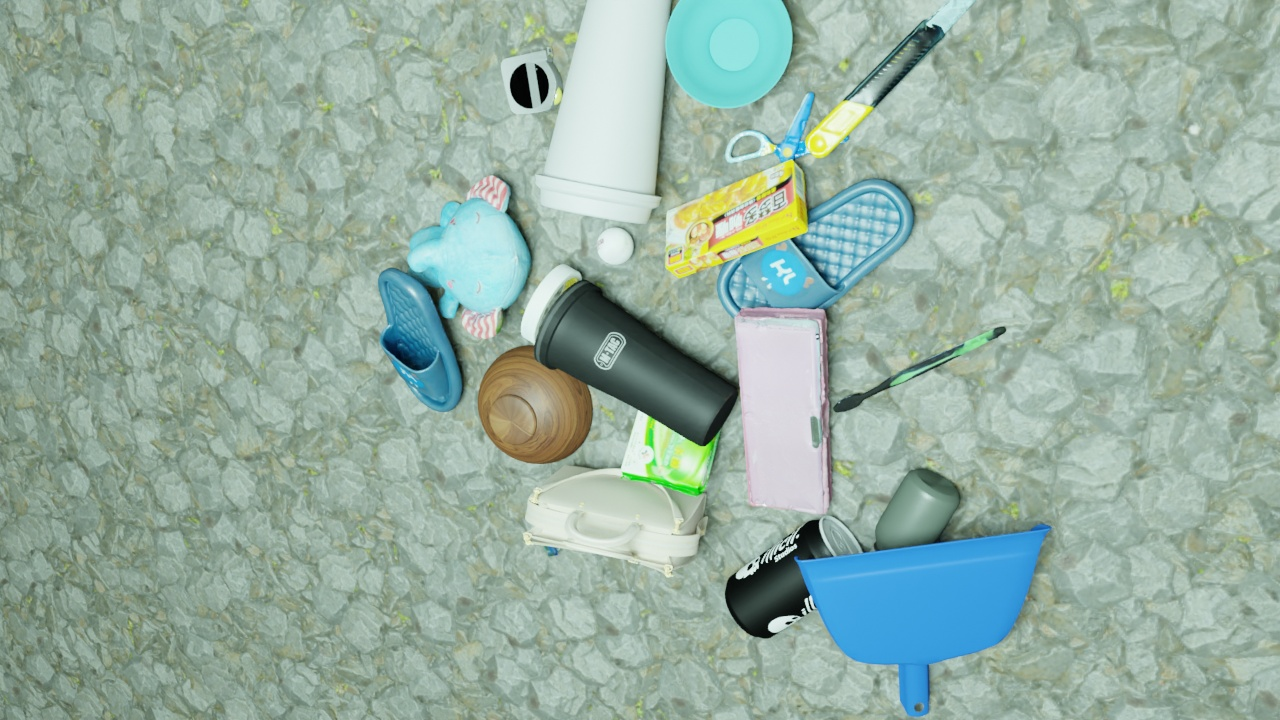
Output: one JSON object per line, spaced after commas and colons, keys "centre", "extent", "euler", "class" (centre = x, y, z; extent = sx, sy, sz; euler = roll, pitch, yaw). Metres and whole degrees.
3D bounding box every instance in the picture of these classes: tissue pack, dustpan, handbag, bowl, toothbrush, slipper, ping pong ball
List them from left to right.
{"centre": [-0.272, -0.018, 1.088], "extent": [0.104, 0.059, 0.214], "euler": [26, 141, 27], "class": "slipper"}
{"centre": [-0.137, 0.061, 1.082], "extent": [0.147, 0.068, 0.147], "euler": [6, 107, 20], "class": "bowl"}
{"centre": [-0.033, 0.178, 0.991], "extent": [0.195, 0.197, 0.101], "euler": [10, 94, 13], "class": "handbag"}
{"centre": [-0.027, -0.125, 1.002], "extent": [0.040, 0.040, 0.040], "euler": [6, 107, 20], "class": "ping pong ball"}
{"centre": [0.035, 0.088, 1.016], "extent": [0.100, 0.034, 0.113], "euler": [11, 74, 19], "class": "tissue pack"}
{"centre": [0.089, -0.310, 0.896], "extent": [0.121, 0.046, 0.121], "euler": [4, 106, 13], "class": "bowl"}
{"centre": [0.174, -0.100, 0.921], "extent": [0.214, 0.059, 0.104], "euler": [-31, 94, 25], "class": "slipper"}
{"centre": [0.281, 0.010, 0.936], "extent": [0.188, 0.017, 0.014], "euler": [-29, 97, 23], "class": "toothbrush"}
{"centre": [0.290, 0.282, 0.952], "extent": [0.245, 0.059, 0.258], "euler": [-8, 113, 3], "class": "dustpan"}

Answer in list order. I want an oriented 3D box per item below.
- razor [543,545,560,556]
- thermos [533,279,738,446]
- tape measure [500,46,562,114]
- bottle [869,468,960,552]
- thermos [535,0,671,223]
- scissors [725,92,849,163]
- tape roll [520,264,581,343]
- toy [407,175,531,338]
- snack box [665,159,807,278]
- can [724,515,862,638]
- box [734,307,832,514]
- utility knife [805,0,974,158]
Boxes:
{"centre": [-0.063, 0.200, 1.121], "extent": [0.141, 0.018, 0.044], "euler": [-24, 98, 22], "class": "razor"}
{"centre": [-0.006, 0.006, 0.985], "extent": [0.219, 0.105, 0.106], "euler": [32, 114, 16], "class": "thermos"}
{"centre": [-0.117, -0.303, 1.000], "extent": [0.064, 0.016, 0.065], "euler": [-4, 103, 23], "class": "tape measure"}
{"centre": [0.281, 0.169, 0.952], "extent": [0.060, 0.060, 0.109], "euler": [28, 113, 12], "class": "bottle"}
{"centre": [-0.029, -0.258, 0.926], "extent": [0.132, 0.131, 0.222], "euler": [14, 102, 17], "class": "thermos"}
{"centre": [0.142, -0.212, 0.927], "extent": [0.125, 0.016, 0.125], "euler": [25, 112, 8], "class": "scissors"}
{"centre": [-0.098, -0.061, 1.018], "extent": [0.019, 0.093, 0.094], "euler": [30, 113, 11], "class": "tape roll"}
{"centre": [-0.210, -0.119, 1.046], "extent": [0.181, 0.114, 0.183], "euler": [6, 97, 32], "class": "toy"}
{"centre": [0.094, -0.141, 0.924], "extent": [0.153, 0.025, 0.075], "euler": [-17, 57, 32], "class": "snack box"}
{"centre": [0.167, 0.238, 1.006], "extent": [0.146, 0.080, 0.080], "euler": [-42, 87, 26], "class": "can"}
{"centre": [0.150, 0.057, 0.961], "extent": [0.098, 0.041, 0.233], "euler": [4, 118, 19], "class": "box"}
{"centre": [0.234, -0.269, 0.867], "extent": [0.029, 0.020, 0.198], "euler": [45, 111, -3], "class": "utility knife"}
